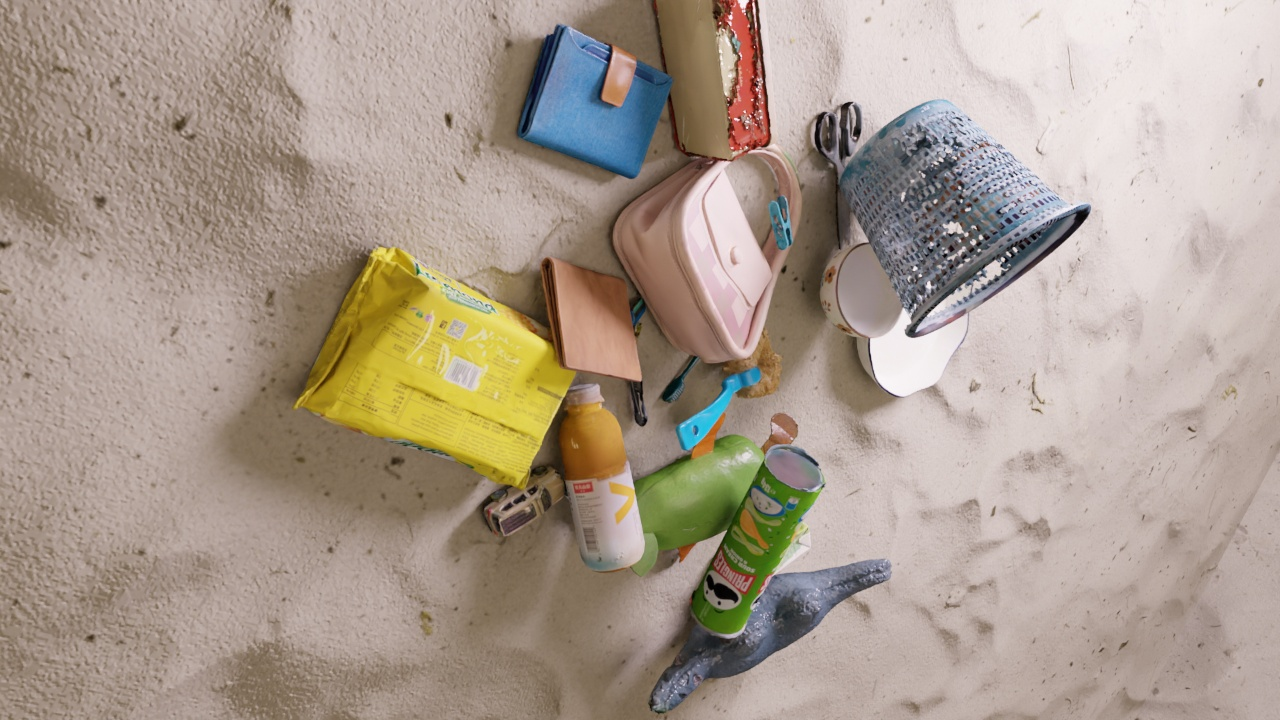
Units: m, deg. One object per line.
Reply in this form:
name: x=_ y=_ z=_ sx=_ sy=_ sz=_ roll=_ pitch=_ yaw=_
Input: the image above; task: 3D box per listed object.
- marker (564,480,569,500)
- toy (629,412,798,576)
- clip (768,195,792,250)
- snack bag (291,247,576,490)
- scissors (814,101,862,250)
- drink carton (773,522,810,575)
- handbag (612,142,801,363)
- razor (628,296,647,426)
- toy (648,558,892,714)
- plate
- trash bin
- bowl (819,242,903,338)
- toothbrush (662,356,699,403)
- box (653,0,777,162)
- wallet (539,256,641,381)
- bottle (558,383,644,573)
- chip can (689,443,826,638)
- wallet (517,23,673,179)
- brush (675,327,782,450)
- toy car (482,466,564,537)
marker: x=-0.046 y=0.169 z=1.001 sx=0.022 sy=0.018 sz=0.131 roll=-37 pitch=129 yaw=-2
toy: x=0.076 y=0.149 z=1.042 sx=0.246 sy=0.090 sz=0.227 roll=-14 pitch=127 yaw=-30
clip: x=0.148 y=-0.144 z=0.966 sx=0.041 sy=0.014 sz=0.056 roll=-35 pitch=118 yaw=-46
snack bag: x=-0.165 y=0.014 z=0.816 sx=0.246 sy=0.068 sz=0.158 roll=27 pitch=90 yaw=-40
scissors: x=0.242 y=-0.218 z=1.077 sx=0.172 sy=0.014 sz=0.145 roll=36 pitch=85 yaw=-41
drink carton: x=0.156 y=0.245 z=1.165 sx=0.122 sy=0.053 sz=0.045 roll=-29 pitch=124 yaw=-26
handbag: x=0.095 y=-0.132 z=0.962 sx=0.233 sy=0.093 sz=0.193 roll=-50 pitch=130 yaw=-27
razor: x=-0.006 y=0.006 z=0.967 sx=0.042 sy=0.022 sz=0.143 roll=-55 pitch=145 yaw=-59
toy: x=0.148 y=0.331 z=1.142 sx=0.355 sy=0.138 sz=0.091 roll=-24 pitch=90 yaw=-22
plate: x=0.359 y=-0.055 z=1.210 sx=0.204 sy=0.045 sz=0.205 roll=-14 pitch=116 yaw=-32
trash bin: x=0.334 y=-0.167 z=1.011 sx=0.226 sy=0.195 sz=0.227 roll=-29 pitch=163 yaw=-10
bowl: x=0.256 y=-0.083 z=1.099 sx=0.113 sy=0.062 sz=0.113 roll=-1 pitch=91 yaw=-32
toothbrush: x=0.085 y=-0.028 z=1.028 sx=0.191 sy=0.016 sz=0.018 roll=-52 pitch=140 yaw=-9
box: x=0.067 y=-0.276 z=0.865 sx=0.079 sy=0.091 sz=0.168 roll=-30 pitch=123 yaw=-30
wallet: x=-0.045 y=-0.037 z=0.874 sx=0.101 sy=0.020 sz=0.115 roll=12 pitch=59 yaw=-44
bottle: x=-0.043 y=0.118 z=0.935 sx=0.067 sy=0.068 sz=0.189 roll=-15 pitch=98 yaw=-33
chip can: x=0.125 y=0.201 z=1.006 sx=0.072 sy=0.072 sz=0.237 roll=-6 pitch=131 yaw=-36
wallet: x=-0.039 y=-0.233 z=0.838 sx=0.133 sy=0.040 sz=0.106 roll=12 pitch=104 yaw=-41
brush: x=0.094 y=0.031 z=0.970 sx=0.253 sy=0.046 sz=0.083 roll=-39 pitch=115 yaw=-58
toy car: x=-0.114 y=0.143 z=0.928 sx=0.090 sy=0.035 sz=0.042 roll=-31 pitch=125 yaw=-28
